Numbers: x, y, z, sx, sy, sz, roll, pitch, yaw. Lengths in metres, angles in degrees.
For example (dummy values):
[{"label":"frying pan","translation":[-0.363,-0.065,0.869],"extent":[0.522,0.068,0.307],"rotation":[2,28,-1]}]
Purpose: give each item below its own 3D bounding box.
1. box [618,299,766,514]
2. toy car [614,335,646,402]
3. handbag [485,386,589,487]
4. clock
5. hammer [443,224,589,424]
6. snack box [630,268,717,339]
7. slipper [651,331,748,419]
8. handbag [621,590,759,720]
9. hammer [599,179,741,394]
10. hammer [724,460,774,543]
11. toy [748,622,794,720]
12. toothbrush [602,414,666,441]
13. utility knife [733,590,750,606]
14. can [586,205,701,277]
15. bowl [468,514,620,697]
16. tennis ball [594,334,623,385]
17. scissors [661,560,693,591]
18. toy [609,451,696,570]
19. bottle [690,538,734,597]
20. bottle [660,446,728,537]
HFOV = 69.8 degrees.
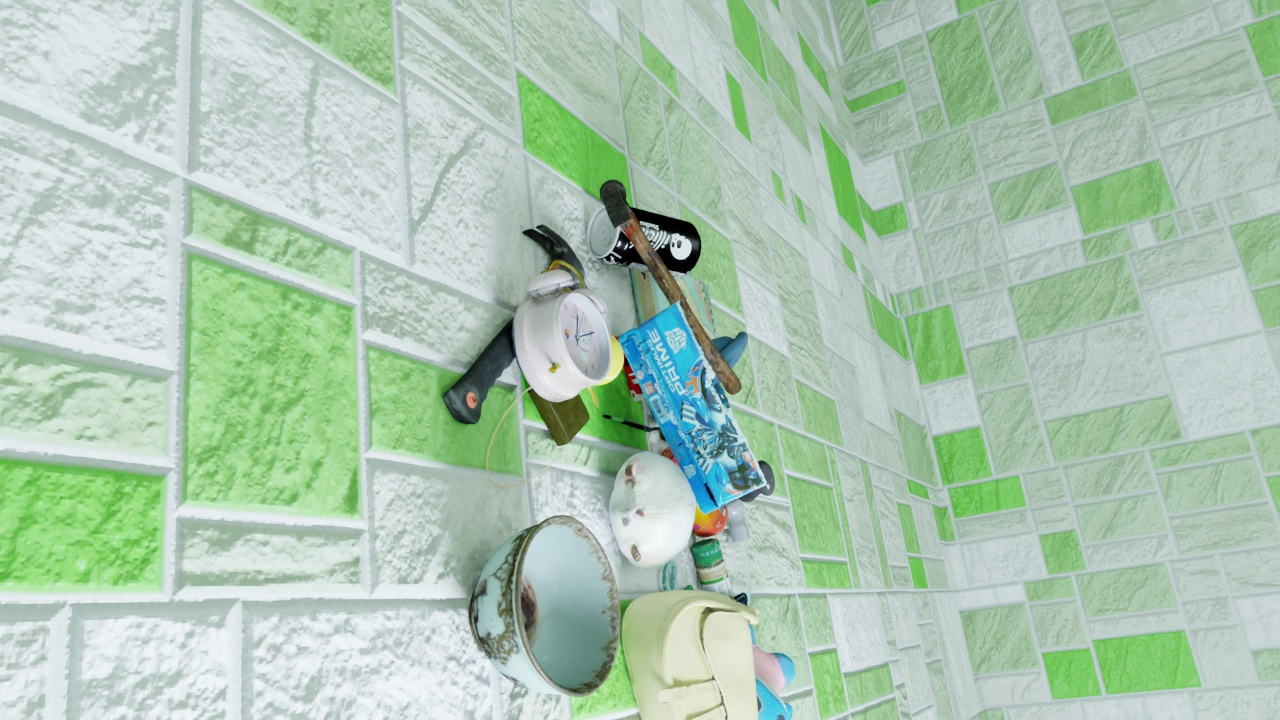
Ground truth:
[{"label":"box","translation":[0.077,0.053,1.126],"extent":[0.113,0.114,0.243],"rotation":[-13,76,-61]},{"label":"toy car","translation":[-0.007,0.007,1.210],"extent":[0.025,0.038,0.089],"rotation":[-43,114,-58]},{"label":"handbag","translation":[-0.116,0.078,0.981],"extent":[0.084,0.028,0.177],"rotation":[64,33,-16]},{"label":"clock","translation":[-0.081,-0.035,1.000],"extent":[0.116,0.059,0.157],"rotation":[35,47,-51]},{"label":"hammer","translation":[-0.130,-0.037,1.005],"extent":[0.133,0.033,0.332],"rotation":[63,28,-24]},{"label":"snack box","translation":[0.056,-0.065,1.370],"extent":[0.193,0.044,0.141],"rotation":[18,58,-58]},{"label":"slipper","translation":[0.079,0.019,1.305],"extent":[0.059,0.104,0.213],"rotation":[41,46,15]},{"label":"handbag","translation":[0.077,0.376,1.042],"extent":[0.190,0.089,0.232],"rotation":[-1,83,-34]},{"label":"hammer","translation":[0.047,-0.076,1.169],"extent":[0.330,0.033,0.119],"rotation":[55,11,-28]},{"label":"hammer","translation":[0.143,0.174,1.249],"extent":[0.311,0.029,0.125],"rotation":[99,-21,-74]},{"label":"toy","translation":[0.138,0.427,1.193],"extent":[0.224,0.099,0.191],"rotation":[53,26,-17]},{"label":"toothbrush","translation":[0.001,0.089,1.208],"extent":[0.188,0.014,0.017],"rotation":[22,64,-58]},{"label":"utility knife","translation":[0.100,0.336,1.194],"extent":[0.173,0.020,0.029],"rotation":[-15,93,-52]},{"label":"can","translation":[0.007,-0.161,1.242],"extent":[0.145,0.080,0.080],"rotation":[7,67,-38]},{"label":"bowl","translation":[-0.098,0.228,0.837],"extent":[0.160,0.094,0.159],"rotation":[40,42,-49]},{"label":"tennis ball","translation":[-0.053,-0.003,1.095],"extent":[0.065,0.065,0.065],"rotation":[40,41,-48]},{"label":"scissors","translation":[0.039,0.310,1.153],"extent":[0.130,0.012,0.112],"rotation":[-46,119,-59]},{"label":"toy","translation":[0.022,0.180,1.109],"extent":[0.179,0.101,0.138],"rotation":[33,51,-74]},{"label":"bottle","translation":[0.102,0.300,1.251],"extent":[0.042,0.043,0.110],"rotation":[-21,95,-64]},{"label":"bottle","translation":[0.073,0.175,1.258],"extent":[0.134,0.049,0.071],"rotation":[63,28,-22]}]
